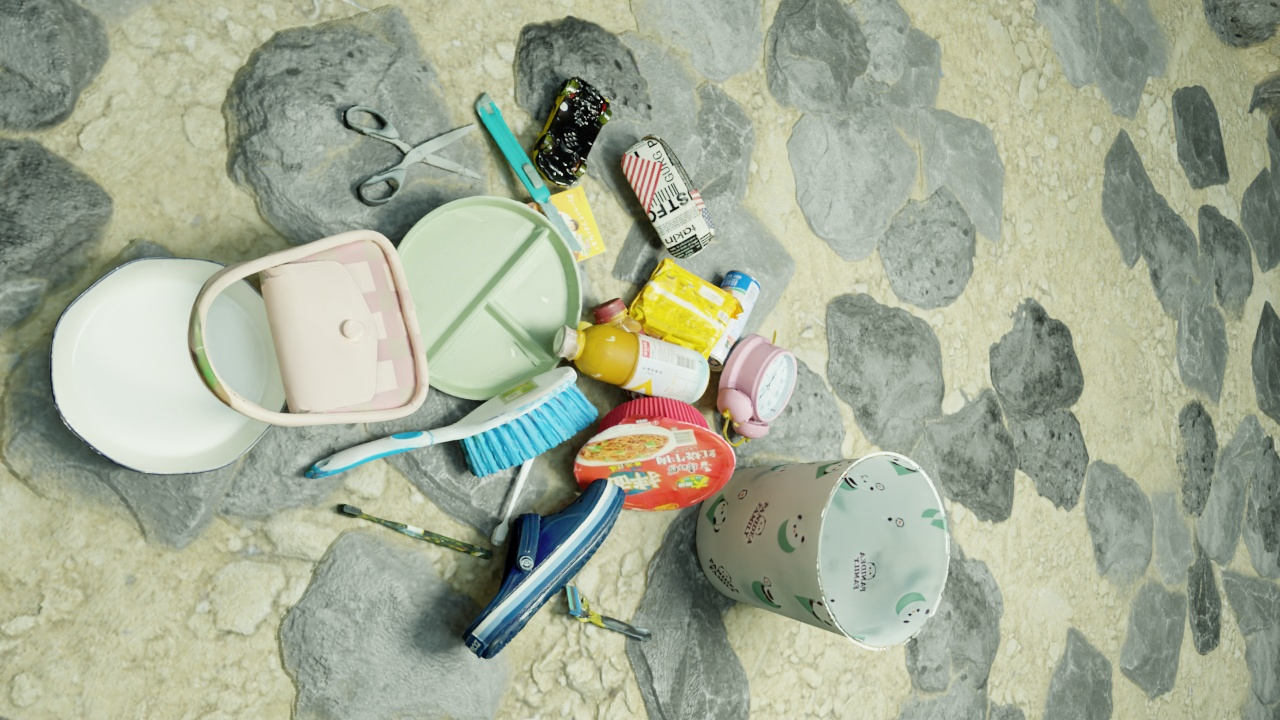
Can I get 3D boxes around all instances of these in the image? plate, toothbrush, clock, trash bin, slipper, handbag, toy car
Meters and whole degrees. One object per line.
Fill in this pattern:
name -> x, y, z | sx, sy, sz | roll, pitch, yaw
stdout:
plate -> -0.175, -0.070, 1.038 | 0.229, 0.027, 0.230 | -3, 98, -26
plate -> -0.439, 0.005, 0.867 | 0.204, 0.046, 0.204 | 3, 84, -33
toothbrush -> -0.139, 0.132, 1.081 | 0.016, 0.016, 0.179 | 29, 68, -26
clock -> 0.152, 0.043, 1.235 | 0.158, 0.060, 0.117 | -58, 145, -13
toothbrush -> -0.241, 0.188, 1.002 | 0.185, 0.017, 0.012 | 26, 60, -30
trash bin -> 0.217, 0.230, 1.171 | 0.229, 0.252, 0.229 | 3, 84, -35
slipper -> -0.118, 0.224, 1.042 | 0.095, 0.105, 0.252 | 41, 55, 5
handbag -> -0.323, -0.022, 0.876 | 0.233, 0.094, 0.193 | -15, 93, -57
toy car -> -0.088, -0.282, 1.134 | 0.071, 0.041, 0.155 | 32, 65, -28

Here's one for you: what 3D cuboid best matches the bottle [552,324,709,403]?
bottle -> -0.011, 0.001, 1.082 | 0.189, 0.068, 0.068 | 16, 77, -24

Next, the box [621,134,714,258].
box -> 0.038, -0.216, 1.204 | 0.076, 0.087, 0.162 | -31, 103, 8

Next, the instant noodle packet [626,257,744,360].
instant noodle packet -> 0.057, -0.061, 1.190 | 0.128, 0.044, 0.110 | 33, 71, 2

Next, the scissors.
scissors -> -0.257, -0.235, 1.035 | 0.159, 0.014, 0.180 | 49, 59, -24

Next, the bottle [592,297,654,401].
bottle -> -0.007, 0.007, 1.155 | 0.057, 0.058, 0.175 | -32, 104, -32

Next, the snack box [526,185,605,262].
snack box -> -0.116, -0.150, 1.110 | 0.140, 0.034, 0.087 | -26, 101, -35

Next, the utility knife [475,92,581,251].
utility knife -> -0.132, -0.222, 1.087 | 0.029, 0.013, 0.222 | -33, 90, -30

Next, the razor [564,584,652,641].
razor -> -0.040, 0.319, 1.127 | 0.142, 0.022, 0.042 | 33, 24, -31

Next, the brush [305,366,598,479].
brush -> -0.199, 0.088, 1.013 | 0.314, 0.060, 0.109 | -28, 124, -17

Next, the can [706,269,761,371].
can -> 0.115, -0.054, 1.247 | 0.053, 0.053, 0.134 | 37, 67, -26

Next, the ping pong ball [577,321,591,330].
ping pong ball -> -0.072, -0.028, 1.124 | 0.040, 0.040, 0.040 | 4, 84, -34

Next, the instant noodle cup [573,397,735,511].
instant noodle cup -> 0.016, 0.106, 1.109 | 0.193, 0.194, 0.065 | 26, 43, -30
